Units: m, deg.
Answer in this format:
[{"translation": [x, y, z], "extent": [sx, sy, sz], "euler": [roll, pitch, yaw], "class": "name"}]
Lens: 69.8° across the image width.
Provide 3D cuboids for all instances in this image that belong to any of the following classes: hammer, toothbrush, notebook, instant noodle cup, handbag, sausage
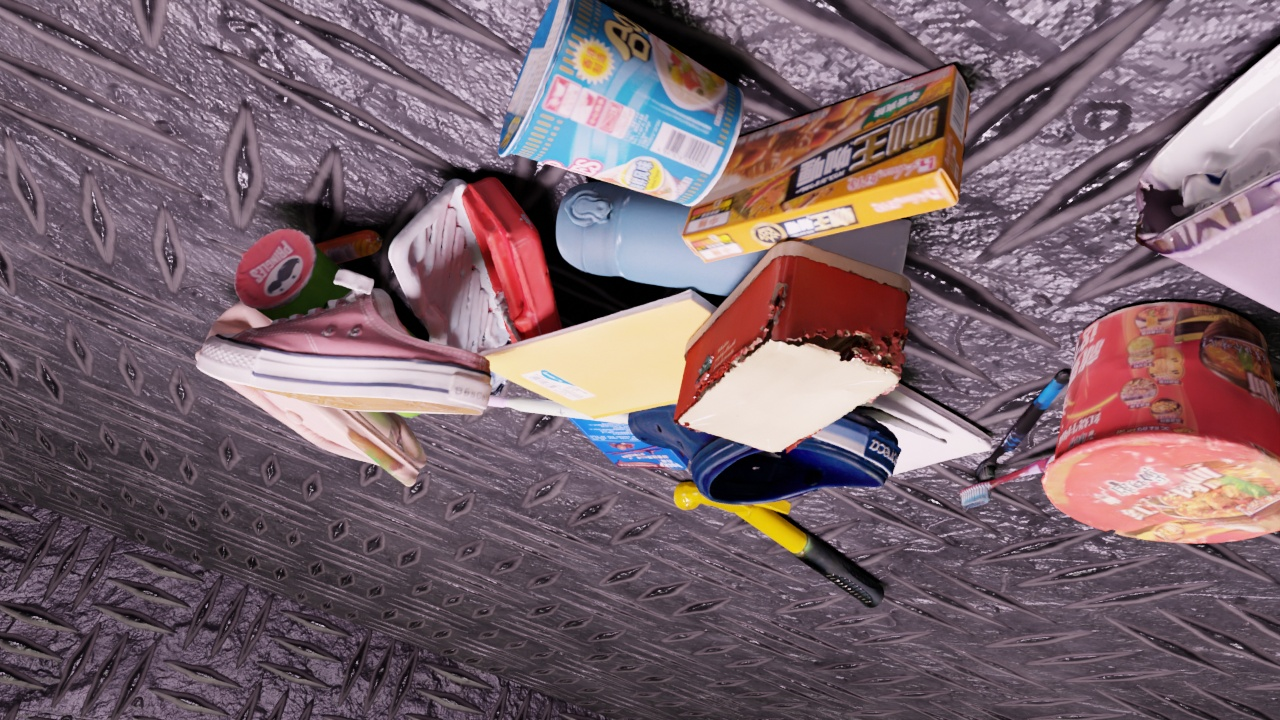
[{"translation": [0.178, 0.205, 1.026], "extent": [0.300, 0.032, 0.129], "euler": [37, 147, -31], "class": "hammer"}, {"translation": [0.329, 0.084, 0.729], "extent": [0.016, 0.017, 0.188], "euler": [26, 144, -22], "class": "toothbrush"}, {"translation": [0.164, 0.043, 0.774], "extent": [0.209, 0.012, 0.151], "euler": [29, 151, -17], "class": "notebook"}, {"translation": [-0.004, 0.004, 0.685], "extent": [0.207, 0.010, 0.145], "euler": [-14, 150, 37], "class": "notebook"}, {"translation": [-0.007, -0.135, 0.491], "extent": [0.110, 0.099, 0.099], "euler": [20, 152, -19], "class": "instant noodle cup"}, {"translation": [0.327, 0.037, 0.574], "extent": [0.138, 0.108, 0.138], "euler": [13, 151, 7], "class": "instant noodle cup"}, {"translation": [0.346, -0.067, 0.397], "extent": [0.197, 0.098, 0.145], "euler": [21, 149, -8], "class": "handbag"}, {"translation": [-0.289, 0.044, 0.868], "extent": [0.234, 0.093, 0.193], "euler": [28, 163, 37], "class": "handbag"}, {"translation": [-0.096, 0.046, 0.859], "extent": [0.190, 0.020, 0.029], "euler": [4, -176, 18], "class": "toothbrush"}, {"translation": [-0.273, -0.089, 0.781], "extent": [0.165, 0.021, 0.021], "euler": [-6, 143, 37], "class": "sausage"}, {"translation": [0.299, 0.059, 0.725], "extent": [0.014, 0.016, 0.190], "euler": [10, 149, 5], "class": "toothbrush"}]

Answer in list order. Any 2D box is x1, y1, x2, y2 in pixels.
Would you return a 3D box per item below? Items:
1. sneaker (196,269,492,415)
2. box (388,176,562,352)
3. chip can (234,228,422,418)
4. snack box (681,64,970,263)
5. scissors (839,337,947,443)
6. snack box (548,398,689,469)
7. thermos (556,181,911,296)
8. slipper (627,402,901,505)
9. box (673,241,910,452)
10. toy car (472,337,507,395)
[{"translation": [-0.213, -0.012, 0.668], "extent": [0.241, 0.087, 0.118], "euler": [3, 168, 22], "class": "sneaker"}, {"translation": [-0.124, -0.041, 0.697], "extent": [0.095, 0.100, 0.202], "euler": [53, 165, 27], "class": "box"}, {"translation": [-0.249, -0.023, 0.802], "extent": [0.072, 0.072, 0.236], "euler": [6, 157, 20], "class": "chip can"}, {"translation": [0.097, -0.102, 0.497], "extent": [0.154, 0.075, 0.026], "euler": [-9, 142, 39], "class": "snack box"}, {"translation": [0.143, 0.014, 0.705], "extent": [0.233, 0.021, 0.221], "euler": [21, 157, -2], "class": "scissors"}, {"translation": [-0.021, 0.057, 0.888], "extent": [0.085, 0.026, 0.157], "euler": [-3, 145, 32], "class": "snack box"}, {"translation": [0.056, -0.072, 0.583], "extent": [0.221, 0.070, 0.070], "euler": [10, 150, 13], "class": "thermos"}, {"translation": [0.090, 0.075, 0.742], "extent": [0.253, 0.095, 0.105], "euler": [5, 155, 47], "class": "slipper"}, {"translation": [0.086, 0.008, 0.554], "extent": [0.091, 0.077, 0.169], "euler": [16, 156, -11], "class": "box"}, {"translation": [-0.149, 0.012, 0.878], "extent": [0.049, 0.031, 0.106], "euler": [22, 149, -12], "class": "toy car"}]
